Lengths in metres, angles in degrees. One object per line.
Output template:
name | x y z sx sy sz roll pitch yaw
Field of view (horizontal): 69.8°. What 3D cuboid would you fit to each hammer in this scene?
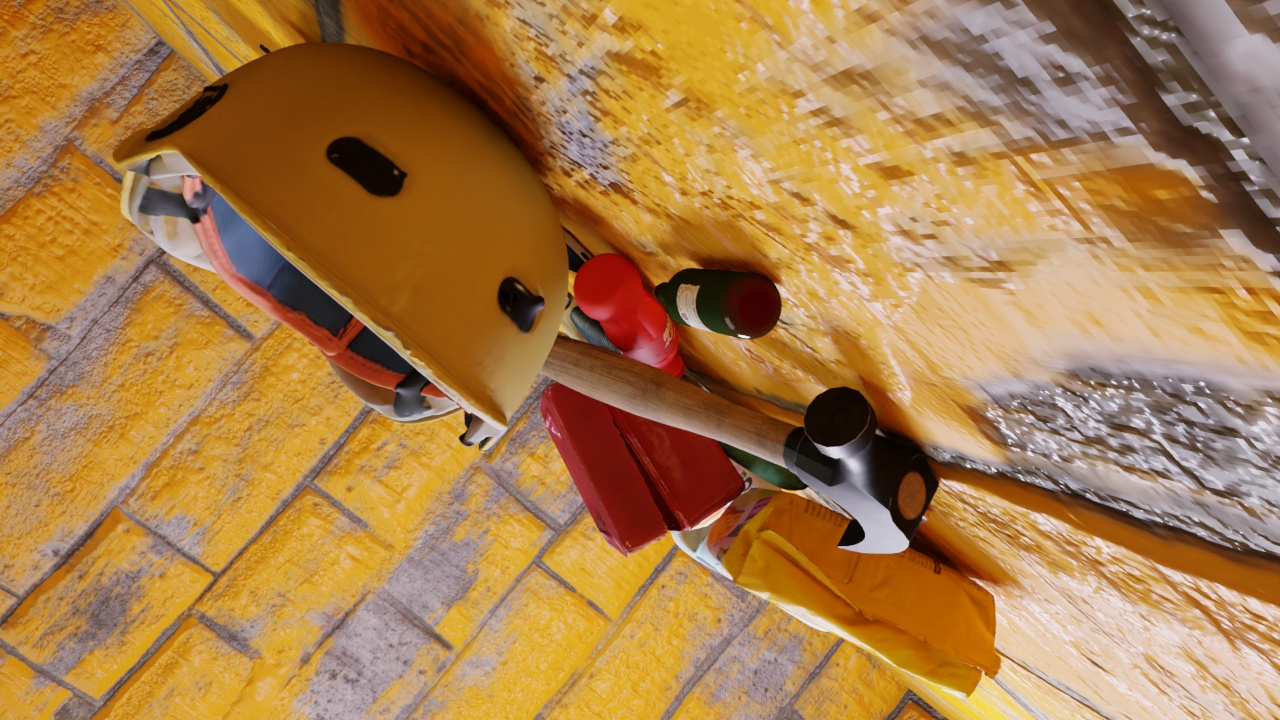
hammer | 0.009 0.020 0.494 0.306 0.040 0.132 19 161 41

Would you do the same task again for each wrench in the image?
wrench | -0.057 -0.025 0.888 0.083 0.018 0.273 38 173 19

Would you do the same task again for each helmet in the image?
helmet | -0.115 -0.067 0.437 0.209 0.139 0.240 44 160 -28

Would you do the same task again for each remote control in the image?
remote control | -0.065 -0.079 0.614 0.045 0.008 0.147 44 173 -29

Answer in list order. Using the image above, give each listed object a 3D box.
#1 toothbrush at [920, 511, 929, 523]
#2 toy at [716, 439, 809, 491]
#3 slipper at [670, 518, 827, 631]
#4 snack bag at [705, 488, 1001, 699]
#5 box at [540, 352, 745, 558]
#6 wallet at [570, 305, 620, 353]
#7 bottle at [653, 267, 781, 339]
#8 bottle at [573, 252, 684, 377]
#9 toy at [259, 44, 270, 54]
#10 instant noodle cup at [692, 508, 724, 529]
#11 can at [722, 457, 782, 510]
toothbrush | 0.123 0.074 0.530 0.021 0.017 0.135 40 174 -17
toy | 0.072 0.055 0.639 0.105 0.033 0.085 34 180 23
slipper | 0.152 0.230 1.084 0.245 0.104 0.074 33 171 9
snack bag | 0.132 0.141 0.613 0.159 0.068 0.247 28 174 3
box | -0.008 0.063 0.648 0.129 0.092 0.158 58 170 1
wallet | -0.005 0.004 0.759 0.089 0.026 0.115 37 173 40
bottle | 0.025 -0.026 0.380 0.025 0.025 0.106 42 173 -18
bottle | 0.000 -0.018 0.526 0.036 0.036 0.119 37 173 32
toy | -0.211 -0.137 0.681 0.150 0.107 0.196 39 -178 31
instant noodle cup | 0.022 0.098 0.873 0.123 0.123 0.121 34 179 45
can | 0.073 0.093 0.781 0.054 0.054 0.135 35 171 43
